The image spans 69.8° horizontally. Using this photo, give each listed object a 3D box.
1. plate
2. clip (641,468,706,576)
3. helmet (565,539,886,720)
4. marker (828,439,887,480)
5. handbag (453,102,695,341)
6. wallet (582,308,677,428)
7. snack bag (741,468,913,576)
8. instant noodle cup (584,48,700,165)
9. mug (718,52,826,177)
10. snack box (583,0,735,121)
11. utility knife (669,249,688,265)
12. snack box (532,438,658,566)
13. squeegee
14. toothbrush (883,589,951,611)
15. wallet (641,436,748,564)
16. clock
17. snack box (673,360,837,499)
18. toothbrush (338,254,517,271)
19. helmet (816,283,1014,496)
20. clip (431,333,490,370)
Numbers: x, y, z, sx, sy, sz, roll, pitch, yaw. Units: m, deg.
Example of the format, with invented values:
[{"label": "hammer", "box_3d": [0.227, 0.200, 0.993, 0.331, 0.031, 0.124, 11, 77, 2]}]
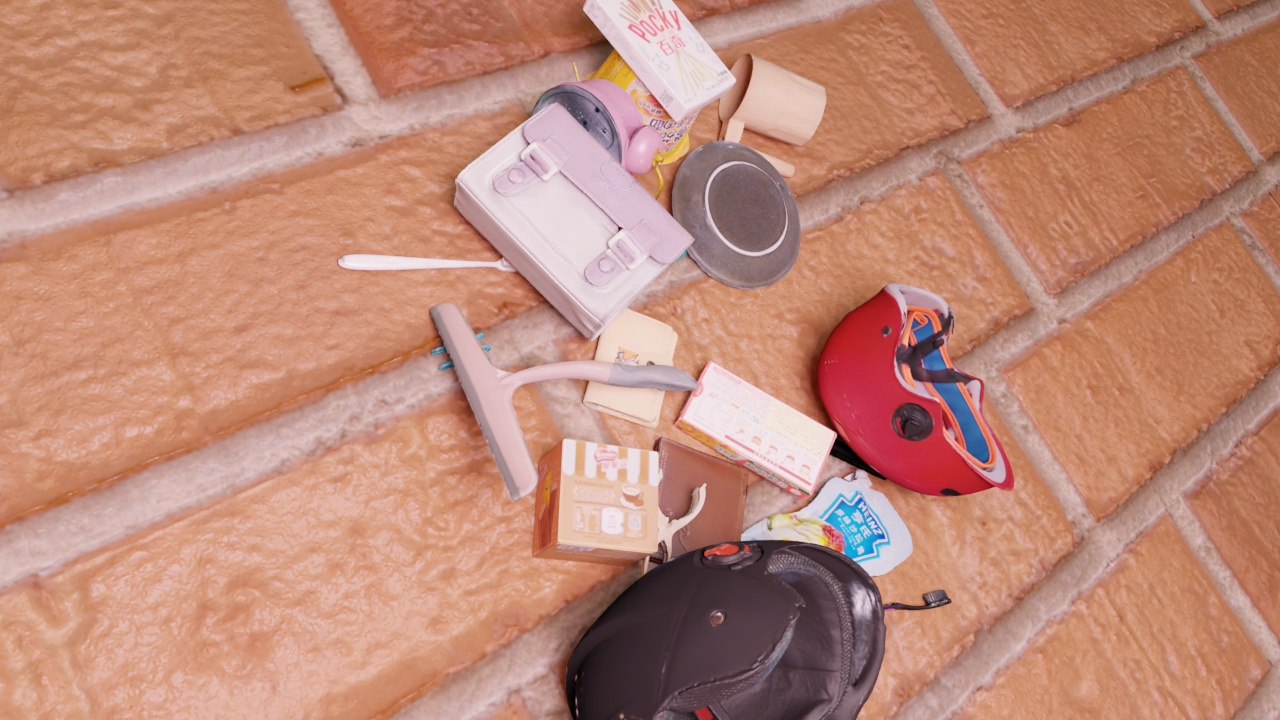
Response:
[{"label": "plate", "box_3d": [0.117, -0.170, 1.046, 0.179, 0.024, 0.179, 8, 73, -27]}, {"label": "clip", "box_3d": [0.015, 0.145, 0.853, 0.092, 0.035, 0.103, 41, 71, 2]}, {"label": "helmet", "box_3d": [0.073, 0.263, 0.744, 0.273, 0.231, 0.233, -35, 116, -34]}, {"label": "marker", "box_3d": [0.215, 0.097, 0.996, 0.132, 0.020, 0.022, 25, 36, -13]}, {"label": "handbag", "box_3d": [-0.062, -0.138, 0.893, 0.197, 0.099, 0.144, 45, 68, 0]}, {"label": "wallet", "box_3d": [-0.006, 0.005, 0.935, 0.087, 0.024, 0.115, 21, 61, -16]}, {"label": "snack bag", "box_3d": [0.195, 0.188, 0.942, 0.190, 0.039, 0.110, -22, 68, -31]}, {"label": "instant noodle cup", "box_3d": [0.013, -0.302, 1.020, 0.138, 0.110, 0.137, 10, 65, -22]}, {"label": "mug", "box_3d": [0.154, -0.292, 1.105, 0.103, 0.084, 0.124, 15, 88, -20]}, {"label": "snack box", "box_3d": [0.021, -0.328, 0.954, 0.084, 0.027, 0.157, -38, 88, -32]}, {"label": "utility knife", "box_3d": [0.011, -0.102, 0.992, 0.216, 0.013, 0.029, -36, 84, -31]}, {"label": "snack box", "box_3d": [-0.041, 0.131, 0.834, 0.092, 0.077, 0.094, 10, 66, -20]}, {"label": "squeegee", "box_3d": [-0.042, 0.016, 0.855, 0.249, 0.040, 0.247, -1, 40, -33]}, {"label": "toothbrush", "box_3d": [0.246, 0.256, 0.950, 0.189, 0.014, 0.017, 0, 59, -24]}, {"label": "wallet", "box_3d": [0.052, 0.146, 0.898, 0.101, 0.032, 0.124, 18, 62, -14]}, {"label": "clock", "box_3d": [-0.039, -0.224, 0.963, 0.158, 0.117, 0.059, 48, 47, 2]}, {"label": "snack box", "box_3d": [0.120, 0.071, 0.947, 0.156, 0.027, 0.076, 30, 64, -2]}, {"label": "toothbrush", "box_3d": [-0.200, -0.096, 0.893, 0.179, 0.016, 0.016, -2, 68, -25]}, {"label": "helmet", "box_3d": [0.276, 0.047, 0.968, 0.206, 0.144, 0.240, -13, 77, -58]}, {"label": "clip", "box_3d": [-0.170, -0.008, 0.872, 0.056, 0.014, 0.043, -22, 79, -28]}]
